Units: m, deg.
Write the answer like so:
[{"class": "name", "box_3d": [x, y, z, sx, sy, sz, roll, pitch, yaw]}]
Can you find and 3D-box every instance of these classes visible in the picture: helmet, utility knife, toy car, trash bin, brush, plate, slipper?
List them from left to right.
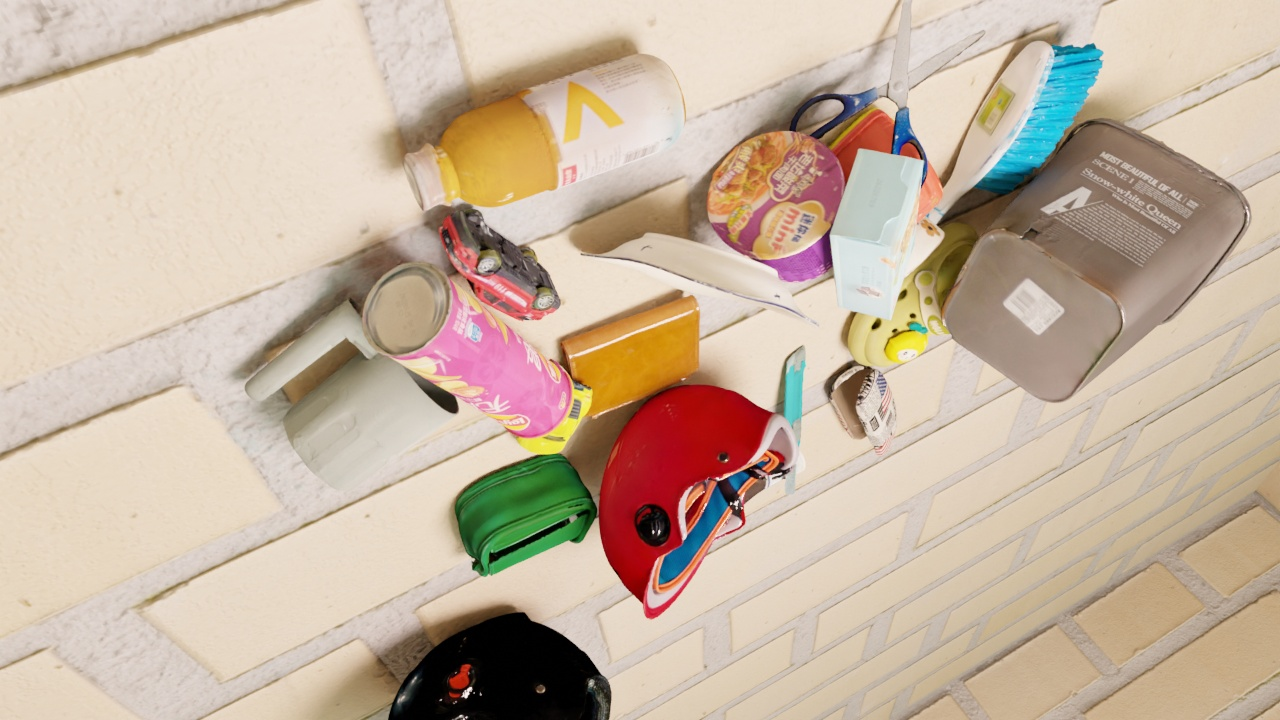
[{"class": "helmet", "box_3d": [-0.164, 0.408, 1.012, 0.274, 0.230, 0.234, -13, 123, -30]}, {"class": "toy car", "box_3d": [-0.106, -0.066, 0.682, 0.045, 0.053, 0.120, -34, 147, 12]}, {"class": "toy car", "box_3d": [-0.080, 0.056, 0.834, 0.048, 0.032, 0.105, 16, 136, -19]}, {"class": "helmet", "box_3d": [0.035, 0.123, 0.918, 0.240, 0.144, 0.206, -56, 158, 11]}, {"class": "plate", "box_3d": [0.052, -0.070, 0.734, 0.163, 0.164, 0.034, 13, 94, -48]}, {"class": "utility knife", "box_3d": [0.179, 0.078, 1.069, 0.029, 0.013, 0.222, -23, 130, -22]}, {"class": "slipper", "box_3d": [0.307, -0.061, 1.000, 0.091, 0.081, 0.191, 17, 116, -45]}, {"class": "brush", "box_3d": [0.325, -0.175, 0.915, 0.109, 0.060, 0.315, -4, 136, -29]}, {"class": "trash bin", "box_3d": [0.440, -0.094, 0.920, 0.219, 0.199, 0.199, -34, 152, -31]}]

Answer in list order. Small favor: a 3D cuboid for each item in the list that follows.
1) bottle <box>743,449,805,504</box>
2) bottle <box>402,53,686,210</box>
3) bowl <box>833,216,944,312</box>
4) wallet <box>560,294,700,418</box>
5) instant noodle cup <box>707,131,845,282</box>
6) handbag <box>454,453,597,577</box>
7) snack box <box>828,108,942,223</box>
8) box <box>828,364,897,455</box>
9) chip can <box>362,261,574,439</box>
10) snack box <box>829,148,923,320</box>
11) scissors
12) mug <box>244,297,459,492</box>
[{"class": "bottle", "box_3d": [0.111, 0.151, 1.105, 0.194, 0.044, 0.080, -19, 141, -23]}, {"class": "bottle", "box_3d": [-0.063, -0.148, 0.613, 0.189, 0.068, 0.068, -23, 142, -16]}, {"class": "bowl", "box_3d": [0.228, -0.106, 0.882, 0.113, 0.062, 0.113, -41, -177, 2]}, {"class": "wallet", "box_3d": [-0.005, 0.005, 0.856, 0.130, 0.035, 0.119, -21, 143, -14]}, {"class": "instant noodle cup", "box_3d": [0.124, -0.120, 0.769, 0.112, 0.111, 0.099, -42, 153, 8]}, {"class": "handbag", "box_3d": [-0.116, 0.160, 0.921, 0.131, 0.068, 0.120, -19, 148, -24]}, {"class": "snack box", "box_3d": [0.215, -0.161, 0.812, 0.082, 0.080, 0.091, -44, 144, 11]}, {"class": "box", "box_3d": [0.289, 0.064, 1.120, 0.075, 0.081, 0.163, -41, 141, -3]}, {"class": "chip can", "box_3d": [-0.122, 0.000, 0.698, 0.071, 0.071, 0.210, -38, 153, 3]}, {"class": "snack box", "box_3d": [0.191, -0.096, 0.744, 0.175, 0.052, 0.074, 47, 61, -69]}, {"class": "scissors", "box_3d": [0.201, -0.209, 0.745, 0.162, 0.176, 0.012, -9, -170, 12]}, {"class": "mug", "box_3d": [-0.214, 0.026, 0.683, 0.103, 0.083, 0.124, -37, 126, 4]}]
